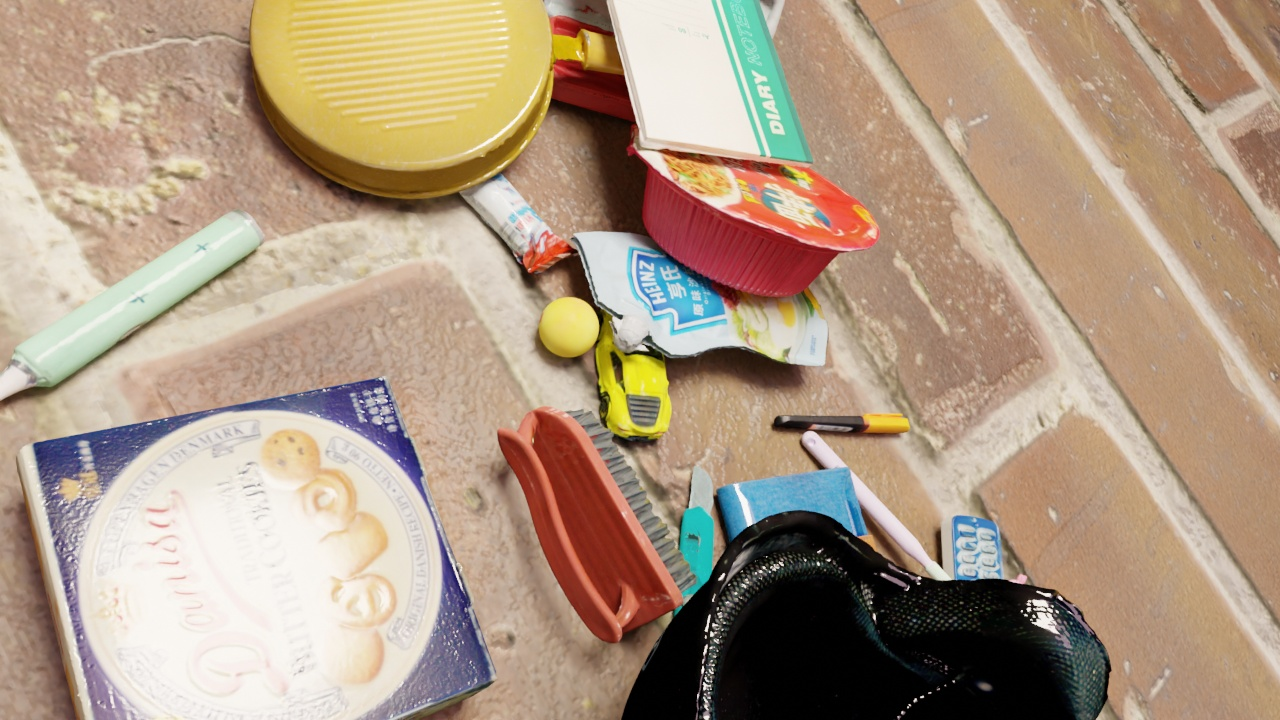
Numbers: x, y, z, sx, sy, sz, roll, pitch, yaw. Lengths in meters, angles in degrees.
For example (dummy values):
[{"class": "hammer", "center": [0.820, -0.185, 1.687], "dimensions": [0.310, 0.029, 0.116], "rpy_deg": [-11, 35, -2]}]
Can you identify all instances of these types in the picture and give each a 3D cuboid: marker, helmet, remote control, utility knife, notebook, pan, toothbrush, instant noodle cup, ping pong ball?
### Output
[{"class": "marker", "center": [0.155, 0.047, 0.700], "dimensions": [0.123, 0.018, 0.015], "rpy_deg": [3, 67, -26]}, {"class": "helmet", "center": [0.098, 0.217, 0.462], "dimensions": [0.274, 0.231, 0.232], "rpy_deg": [50, 41, 1]}, {"class": "remote control", "center": [0.248, 0.180, 0.683], "dimensions": [0.049, 0.024, 0.124], "rpy_deg": [14, 66, -22]}, {"class": "utility knife", "center": [0.033, 0.152, 0.590], "dimensions": [0.029, 0.013, 0.179], "rpy_deg": [18, 60, -22]}, {"class": "notebook", "center": [0.042, -0.238, 0.670], "dimensions": [0.150, 0.012, 0.209], "rpy_deg": [-1, 68, -34]}, {"class": "pan", "center": [-0.082, -0.214, 0.641], "dimensions": [0.357, 0.078, 0.197], "rpy_deg": [-9, 79, -13]}, {"class": "toothbrush", "center": [-0.294, -0.014, 0.487], "dimensions": [0.223, 0.027, 0.027], "rpy_deg": [-48, 115, -35]}, {"class": "toothbrush", "center": [0.185, 0.123, 0.666], "dimensions": [0.029, 0.021, 0.189], "rpy_deg": [-44, 80, 4]}, {"class": "instant noodle cup", "center": [0.072, -0.107, 0.668], "dimensions": [0.193, 0.066, 0.193], "rpy_deg": [19, 30, -11]}, {"class": "ping pong ball", "center": [-0.048, -0.022, 0.612], "dimensions": [0.040, 0.040, 0.040], "rpy_deg": [11, 62, -23]}]

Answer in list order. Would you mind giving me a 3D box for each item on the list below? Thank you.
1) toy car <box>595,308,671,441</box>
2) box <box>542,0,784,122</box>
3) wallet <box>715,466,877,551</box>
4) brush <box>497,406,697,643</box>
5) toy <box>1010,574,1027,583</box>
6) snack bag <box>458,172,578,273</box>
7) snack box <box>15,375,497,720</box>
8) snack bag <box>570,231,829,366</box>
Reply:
[{"class": "toy car", "center": [-0.004, 0.004, 0.629], "dimensions": [0.048, 0.032, 0.105], "rpy_deg": [5, 63, -25]}, {"class": "box", "center": [0.017, -0.256, 0.740], "dimensions": [0.201, 0.074, 0.154], "rpy_deg": [8, 86, -24]}, {"class": "wallet", "center": [0.115, 0.142, 0.624], "dimensions": [0.106, 0.040, 0.133], "rpy_deg": [-4, 71, -25]}, {"class": "brush", "center": [-0.032, 0.093, 0.552], "dimensions": [0.069, 0.063, 0.146], "rpy_deg": [-19, 76, -47]}, {"class": "toy", "center": [0.220, 0.226, 0.605], "dimensions": [0.194, 0.075, 0.178], "rpy_deg": [16, 86, -17]}, {"class": "snack bag", "center": [-0.091, -0.103, 0.637], "dimensions": [0.104, 0.026, 0.048], "rpy_deg": [50, 46, 2]}, {"class": "snack box", "center": [-0.187, 0.111, 0.461], "dimensions": [0.182, 0.046, 0.178], "rpy_deg": [-13, 70, -36]}, {"class": "snack bag", "center": [0.046, -0.044, 0.658], "dimensions": [0.190, 0.039, 0.110], "rpy_deg": [5, 58, -32]}]
